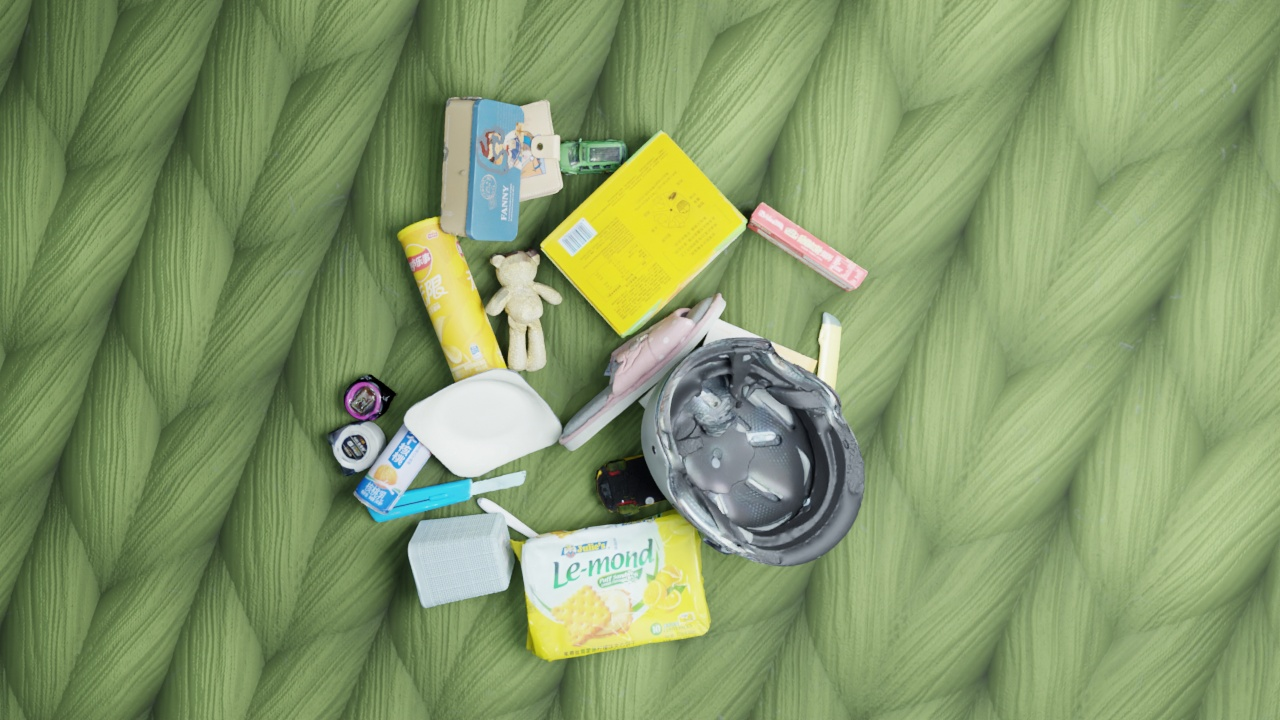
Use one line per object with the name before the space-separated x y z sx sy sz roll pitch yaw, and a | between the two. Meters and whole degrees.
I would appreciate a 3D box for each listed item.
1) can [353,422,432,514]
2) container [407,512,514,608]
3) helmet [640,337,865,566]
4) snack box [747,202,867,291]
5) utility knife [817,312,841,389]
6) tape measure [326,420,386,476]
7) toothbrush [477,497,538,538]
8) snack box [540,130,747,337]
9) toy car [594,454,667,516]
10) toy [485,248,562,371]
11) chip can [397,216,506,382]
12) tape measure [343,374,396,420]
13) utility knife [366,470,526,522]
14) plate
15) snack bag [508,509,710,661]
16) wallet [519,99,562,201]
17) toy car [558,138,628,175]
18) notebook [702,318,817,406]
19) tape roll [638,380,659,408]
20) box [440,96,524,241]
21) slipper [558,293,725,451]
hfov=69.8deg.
can | -0.309 0.129 1.184 0.053 0.053 0.134 35 86 2
container | -0.224 0.250 1.169 0.111 0.090 0.090 -10 105 2
helmet | 0.111 0.105 1.066 0.274 0.157 0.229 41 72 -17
snack box | 0.202 -0.137 1.121 0.153 0.075 0.025 34 94 3
utility knife | 0.230 0.048 1.155 0.031 0.022 0.216 6 87 -11
tape measure | -0.370 0.113 1.207 0.066 0.033 0.066 -22 93 8
toothbrush | -0.138 0.232 1.200 0.180 0.016 0.016 33 94 3
snack box | 0.005 -0.154 1.140 0.210 0.070 0.157 -43 89 5
toy car | 0.020 0.149 1.168 0.156 0.041 0.071 -16 91 -3
toy | -0.152 -0.062 1.169 0.105 0.066 0.157 -9 97 -27
chip can | -0.239 -0.072 1.166 0.072 0.072 0.213 -20 91 6
tape measure | -0.357 0.051 1.199 0.057 0.039 0.058 39 96 2
utility knife | -0.254 0.175 1.208 0.218 0.018 0.034 -13 91 5
plate | -0.196 0.072 1.154 0.164 0.034 0.164 -23 134 10
snack bag | -0.032 0.279 1.156 0.246 0.068 0.158 -9 94 -3
wallet | -0.138 -0.264 1.161 0.087 0.024 0.115 -7 91 30
toy car | -0.062 -0.258 1.160 0.091 0.036 0.043 -1 94 9
notebook | 0.119 0.068 1.152 0.146 0.010 0.206 23 88 -4
tape roll | 0.032 0.026 1.139 0.086 0.085 0.014 -43 89 6
box | -0.196 -0.229 1.134 0.062 0.089 0.184 9 103 33
slipper | -0.007 0.007 1.132 0.275 0.114 0.054 -43 98 12
